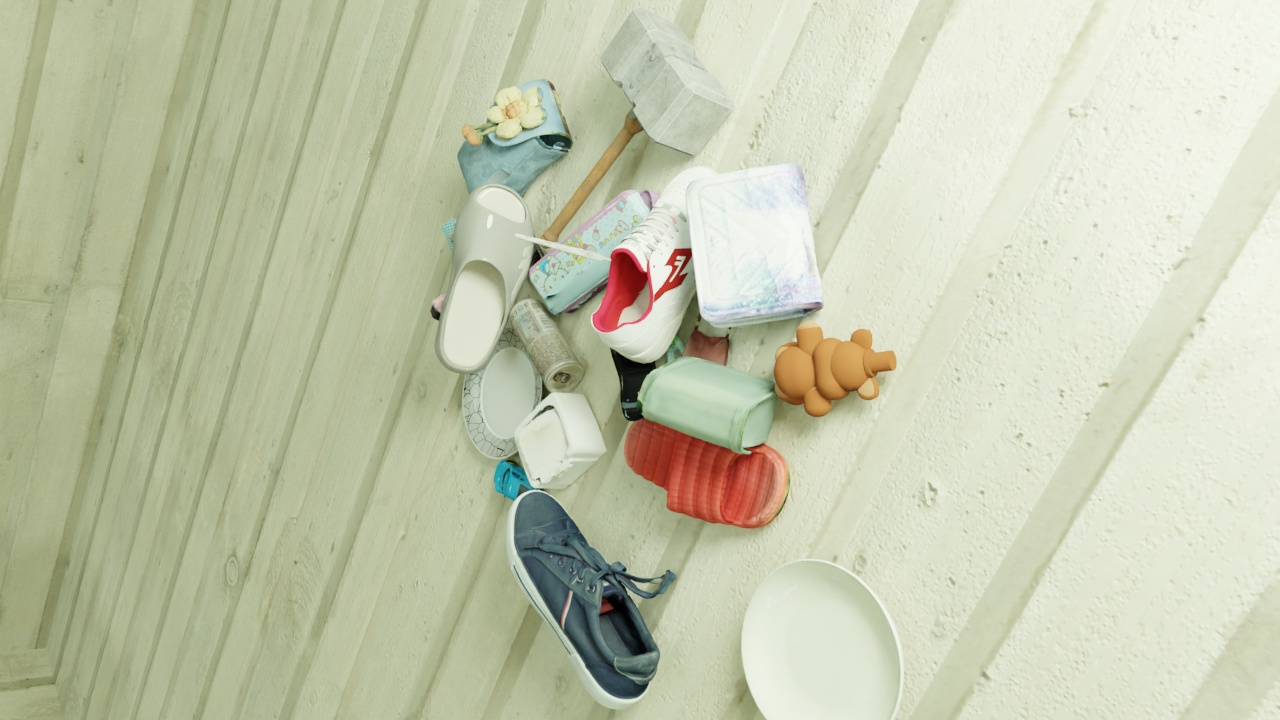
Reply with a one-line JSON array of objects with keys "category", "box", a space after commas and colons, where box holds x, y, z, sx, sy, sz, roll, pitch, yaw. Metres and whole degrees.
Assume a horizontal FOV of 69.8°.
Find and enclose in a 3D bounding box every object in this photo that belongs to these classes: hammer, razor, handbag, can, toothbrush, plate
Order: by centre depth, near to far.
[{"category": "plate", "box": [0.178, 0.283, 0.883, 0.183, 0.034, 0.182, -8, 79, 45]}, {"category": "handbag", "box": [0.072, 0.048, 0.956, 0.122, 0.106, 0.067, 18, 107, 26]}, {"category": "handbag", "box": [0.120, -0.118, 0.966, 0.127, 0.069, 0.158, -8, 80, 14]}, {"category": "handbag", "box": [0.084, -0.044, 1.029, 0.055, 0.029, 0.119, 16, 90, 26]}, {"category": "toothbrush", "box": [-0.072, -0.124, 1.074, 0.010, 0.181, 0.010, -31, 59, 44]}, {"category": "razor", "box": [-0.006, 0.006, 1.091, 0.064, 0.053, 0.140, 94, 165, -64]}, {"category": "hammer", "box": [-0.038, -0.253, 1.141, 0.319, 0.082, 0.162, -48, 54, 31]}, {"category": "can", "box": [-0.127, -0.022, 1.224, 0.054, 0.054, 0.135, -54, 51, 27]}, {"category": "handbag", "box": [-0.186, -0.302, 1.276, 0.192, 0.118, 0.121, -33, 62, 33]}, {"category": "plate", "box": [-0.194, 0.046, 1.310, 0.189, 0.016, 0.188, -8, 79, 45]}]

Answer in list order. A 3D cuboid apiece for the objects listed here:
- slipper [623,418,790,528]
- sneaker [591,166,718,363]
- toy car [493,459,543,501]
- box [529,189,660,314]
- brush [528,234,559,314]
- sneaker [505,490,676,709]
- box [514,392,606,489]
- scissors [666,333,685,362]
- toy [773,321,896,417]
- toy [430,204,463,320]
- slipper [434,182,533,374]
[{"category": "slipper", "box": [0.056, 0.118, 1.014, 0.249, 0.059, 0.103, 14, 94, 47]}, {"category": "sneaker", "box": [0.017, -0.120, 1.021, 0.090, 0.104, 0.236, 26, 88, 35]}, {"category": "toy car", "box": [-0.173, 0.171, 1.262, 0.105, 0.032, 0.048, 22, 101, 47]}, {"category": "box", "box": [-0.053, -0.134, 1.166, 0.215, 0.065, 0.078, -33, 75, 38]}, {"category": "brush", "box": [-0.140, -0.124, 1.280, 0.039, 0.012, 0.151, -48, 55, 30]}, {"category": "sneaker", "box": [-0.060, 0.251, 1.085, 0.294, 0.120, 0.127, 53, 134, 33]}, {"category": "box", "box": [-0.118, 0.106, 1.173, 0.107, 0.091, 0.102, -45, 54, 35]}, {"category": "scissors", "box": [0.030, -0.050, 1.094, 0.172, 0.021, 0.172, -51, 55, 34]}, {"category": "toy", "box": [0.189, 0.006, 0.900, 0.128, 0.065, 0.095, -9, 86, 36]}, {"category": "toy", "box": [-0.233, -0.142, 1.341, 0.106, 0.131, 0.205, -8, 68, 14]}, {"category": "slipper", "box": [-0.210, -0.107, 1.240, 0.081, 0.113, 0.266, -153, 80, -72]}]
